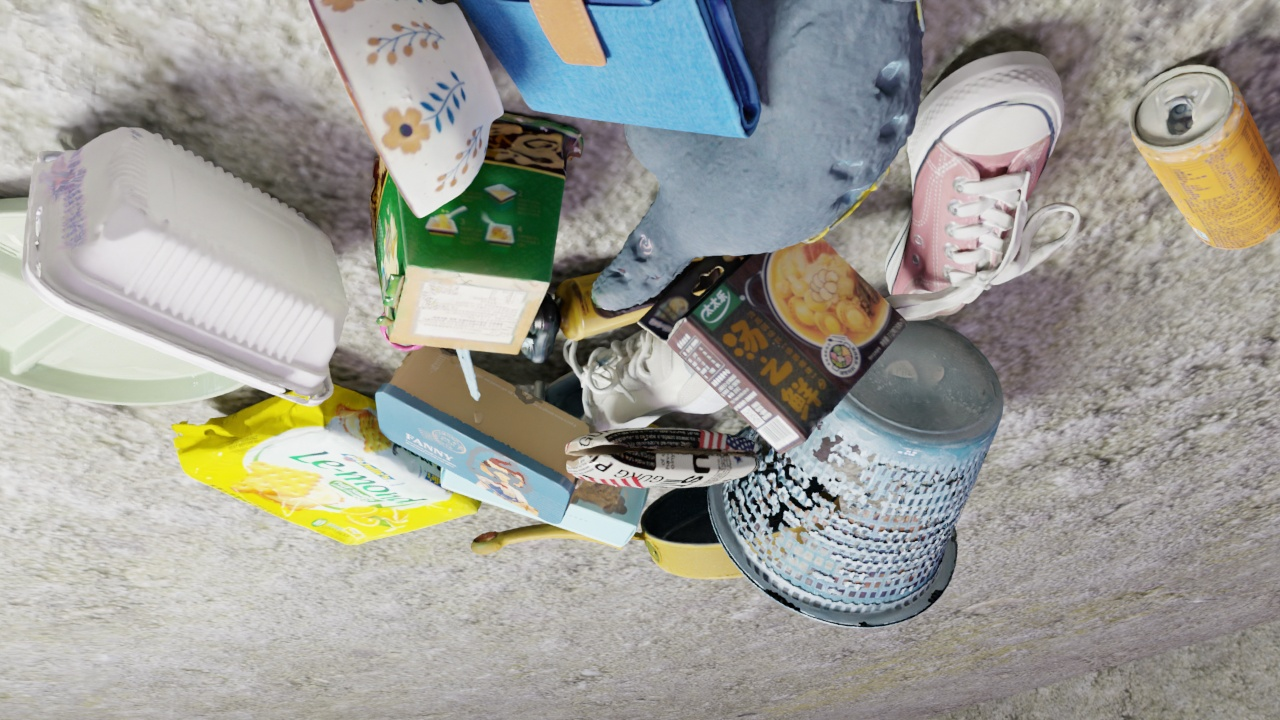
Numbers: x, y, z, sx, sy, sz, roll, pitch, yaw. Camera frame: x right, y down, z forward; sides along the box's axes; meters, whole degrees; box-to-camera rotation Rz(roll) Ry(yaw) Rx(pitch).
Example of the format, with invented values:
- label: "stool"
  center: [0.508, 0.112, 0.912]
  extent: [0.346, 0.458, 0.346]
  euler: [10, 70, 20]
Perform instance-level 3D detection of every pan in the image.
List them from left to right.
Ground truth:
- label: "pan"
  center: [0.021, 0.157, 0.880]
  extent: [0.357, 0.078, 0.198]
  euler: [-15, -170, -12]

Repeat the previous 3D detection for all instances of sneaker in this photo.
- label: "sneaker"
  center: [-0.004, 0.004, 0.699]
  extent: [0.090, 0.089, 0.243]
  euler: [20, 151, -26]
- label: "sneaker"
  center: [0.211, -0.084, 0.587]
  extent: [0.118, 0.087, 0.241]
  euler: [-5, 150, -1]

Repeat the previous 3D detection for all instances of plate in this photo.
- label: "plate"
  center: [-0.368, -0.034, 0.626]
  extent: [0.230, 0.027, 0.231]
  euler: [-4, 150, -2]

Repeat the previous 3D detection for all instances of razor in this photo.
- label: "razor"
  center: [-0.011, -0.046, 0.648]
  extent: [0.167, 0.062, 0.067]
  euler: [-14, 177, 4]

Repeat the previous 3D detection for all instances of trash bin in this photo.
- label: "trash bin"
  center: [0.185, 0.070, 0.750]
  extent: [0.226, 0.226, 0.196]
  euler: [1, 136, -12]

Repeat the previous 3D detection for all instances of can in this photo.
- label: "can"
  center: [0.360, -0.124, 0.577]
  extent: [0.058, 0.058, 0.146]
  euler: [-29, 142, 33]

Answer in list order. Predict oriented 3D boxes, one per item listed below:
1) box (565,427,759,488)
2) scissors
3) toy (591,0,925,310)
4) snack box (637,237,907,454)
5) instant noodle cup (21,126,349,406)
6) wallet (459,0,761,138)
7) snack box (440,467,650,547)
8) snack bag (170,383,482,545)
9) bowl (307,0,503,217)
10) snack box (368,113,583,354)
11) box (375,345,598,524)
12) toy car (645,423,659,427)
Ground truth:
- label: "box"
  center: [0.020, 0.078, 0.689]
  extent: [0.164, 0.060, 0.072]
  euler: [4, -177, -33]
- label: "scissors"
  center: [-0.135, -0.027, 0.652]
  extent: [0.133, 0.017, 0.134]
  euler: [10, 125, 22]
- label: "toy"
  center: [0.068, -0.129, 0.487]
  extent: [0.138, 0.091, 0.357]
  euler: [16, 142, -12]
- label: "snack box"
  center: [0.084, -0.024, 0.583]
  extent: [0.125, 0.113, 0.053]
  euler: [45, 157, 2]
- label: "instant noodle cup"
  center: [-0.241, -0.060, 0.519]
  extent: [0.060, 0.138, 0.173]
  euler: [-44, 138, 16]
- label: "wallet"
  center: [-0.016, -0.149, 0.428]
  extent: [0.133, 0.040, 0.106]
  euler: [15, 159, 28]
- label: "snack box"
  center: [-0.080, 0.096, 0.801]
  extent: [0.175, 0.074, 0.052]
  euler: [20, 143, -5]
- label: "snack bag"
  center: [-0.266, 0.091, 0.814]
  extent: [0.158, 0.068, 0.246]
  euler: [-17, 148, 19]
- label: "bowl"
  center: [-0.104, -0.132, 0.438]
  extent: [0.062, 0.113, 0.113]
  euler: [-25, 150, -6]
- label: "snack box"
  center: [-0.100, -0.068, 0.541]
  extent: [0.117, 0.105, 0.118]
  euler: [5, 149, -19]
- label: "box"
  center: [-0.125, 0.055, 0.724]
  extent: [0.184, 0.062, 0.090]
  euler: [24, 148, 5]
- label: "toy car"
  center: [-0.018, 0.075, 0.856]
  extent: [0.155, 0.041, 0.071]
  euler: [21, 142, -21]
